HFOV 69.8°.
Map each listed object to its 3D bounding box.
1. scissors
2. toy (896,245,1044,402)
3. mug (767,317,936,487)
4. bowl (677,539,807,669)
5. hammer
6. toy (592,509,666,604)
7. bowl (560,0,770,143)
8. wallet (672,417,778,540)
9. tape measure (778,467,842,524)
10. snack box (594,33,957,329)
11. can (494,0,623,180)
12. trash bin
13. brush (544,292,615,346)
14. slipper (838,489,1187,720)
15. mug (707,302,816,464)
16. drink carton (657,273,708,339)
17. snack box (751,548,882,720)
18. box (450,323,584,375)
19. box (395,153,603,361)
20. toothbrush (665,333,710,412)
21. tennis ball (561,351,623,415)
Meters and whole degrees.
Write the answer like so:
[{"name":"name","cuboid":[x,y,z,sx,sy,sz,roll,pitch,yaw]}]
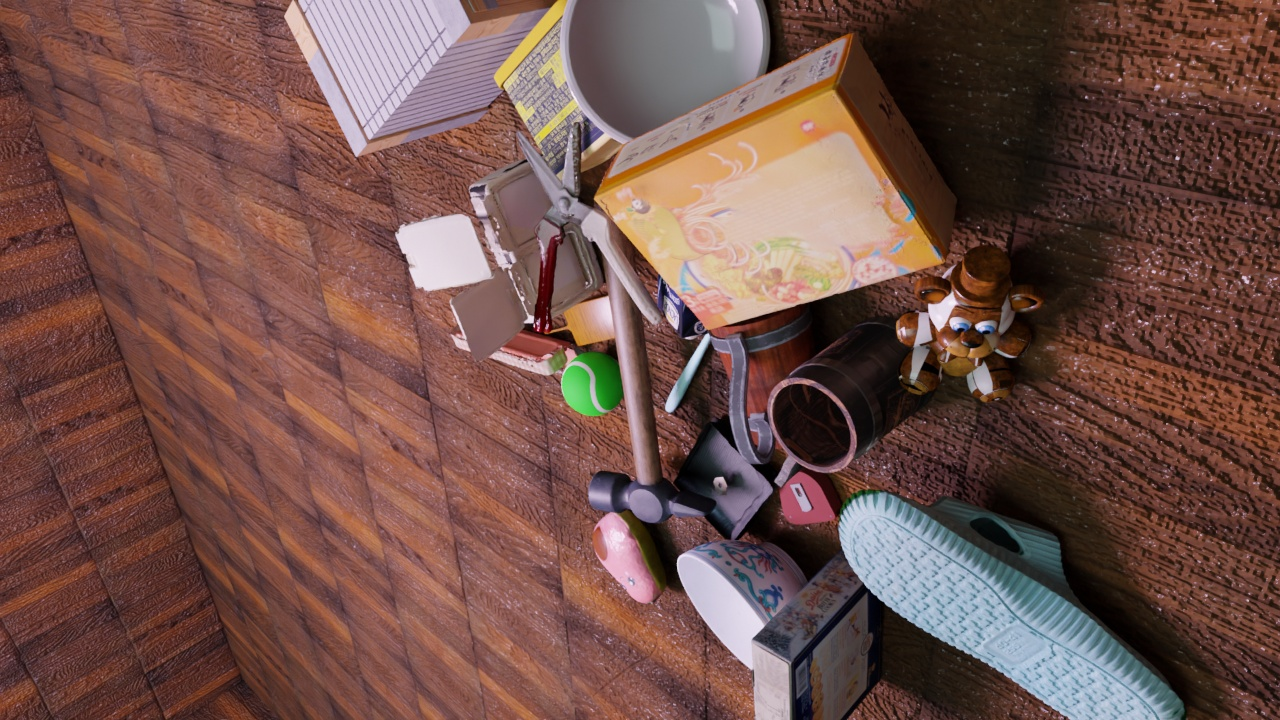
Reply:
[{"name":"scissors","cuboid":[-0.049,-0.095,0.781,0.179,0.015,0.199,29,123,-2]},{"name":"toy","cuboid":[0.214,-0.025,0.599,0.087,0.067,0.113,6,152,11]},{"name":"mug","cuboid":[0.151,0.037,0.683,0.080,0.107,0.116,42,138,22]},{"name":"bowl","cuboid":[0.110,0.218,0.859,0.144,0.074,0.144,44,156,25]},{"name":"hammer","cuboid":[-0.005,0.005,0.849,0.129,0.040,0.322,5,114,31]},{"name":"toy","cuboid":[-0.009,0.219,1.023,0.110,0.051,0.090,53,143,7]},{"name":"bowl","cuboid":[0.017,-0.229,0.669,0.043,0.149,0.149,-99,-7,-72]},{"name":"wallet","cuboid":[0.081,0.114,0.876,0.089,0.026,0.115,45,140,19]},{"name":"tape measure","cuboid":[0.145,0.119,0.814,0.059,0.019,0.051,-21,97,52]},{"name":"snack box","cuboid":[0.092,-0.114,0.627,0.196,0.080,0.145,-15,130,40]},{"name":"can","cuboid":[-0.044,-0.227,0.760,0.136,0.075,0.104,-25,96,52]},{"name":"trash bin","cuboid":[-0.177,-0.308,0.798,0.248,0.142,0.142,-21,97,52]},{"name":"brush","cuboid":[-0.055,-0.040,0.936,0.127,0.017,0.048,-10,106,50]},{"name":"slipper","cuboid":[0.270,0.177,0.678,0.276,0.069,0.116,35,138,8]},{"name":"mug","cuboid":[0.098,0.015,0.725,0.082,0.117,0.111,-5,114,34]},{"name":"drink carton","cuboid":[0.042,-0.089,0.762,0.064,0.040,0.130,-121,25,-54]},{"name":"snack box","cuboid":[0.155,0.260,0.790,0.043,0.144,0.144,18,126,39]},{"name":"box","cuboid":[-0.140,-0.011,1.022,0.187,0.056,0.067,15,155,44]},{"name":"box","cuboid":[-0.110,-0.094,0.828,0.080,0.179,0.143,5,124,48]},{"name":"toothbrush","cuboid":[0.055,-0.004,0.839,0.181,0.016,0.016,118,144,-49]},{"name":"tennis ball","cuboid":[-0.047,0.023,0.929,0.065,0.065,0.065,27,131,35]}]
